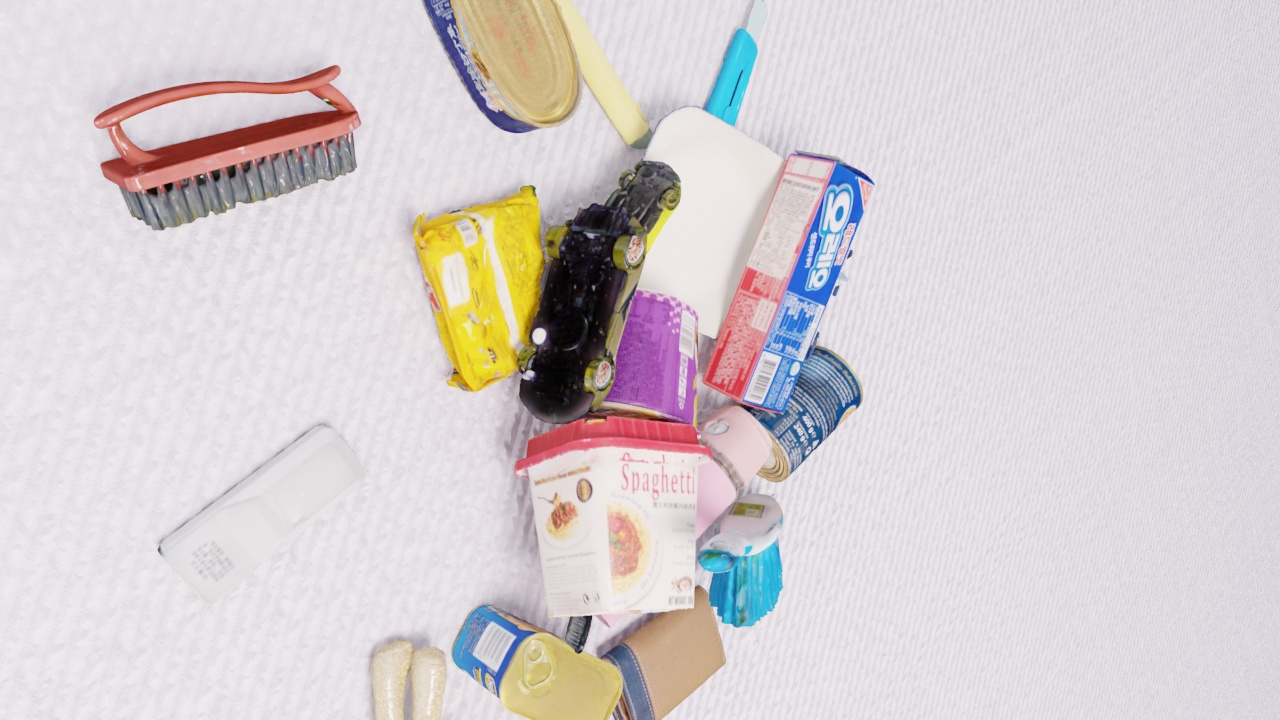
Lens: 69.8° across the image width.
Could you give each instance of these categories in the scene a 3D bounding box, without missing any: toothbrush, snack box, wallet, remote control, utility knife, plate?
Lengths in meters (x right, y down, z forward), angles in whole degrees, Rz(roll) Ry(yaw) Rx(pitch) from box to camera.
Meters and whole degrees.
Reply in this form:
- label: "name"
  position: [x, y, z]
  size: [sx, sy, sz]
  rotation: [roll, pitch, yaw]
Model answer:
- label: "toothbrush"
  position: [-0.035, 0.128, 0.691]
  size: [0.016, 0.014, 0.188]
  rotation: [24, 50, -19]
- label: "snack box"
  position: [0.121, -0.063, 0.754]
  size: [0.057, 0.058, 0.207]
  rotation: [15, 99, -38]
- label: "wallet"
  position: [0.021, 0.257, 0.784]
  size: [0.115, 0.033, 0.090]
  rotation: [-29, 114, -32]
- label: "remote control"
  position: [-0.235, 0.096, 0.582]
  size: [0.124, 0.024, 0.049]
  rotation: [-41, 117, -25]
- label: "utility knife"
  position: [0.076, -0.230, 0.781]
  size: [0.034, 0.018, 0.182]
  rotation: [25, 80, -33]
- label: "utility knife"
  position: [-0.039, -0.235, 0.696]
  size: [0.030, 0.019, 0.183]
  rotation: [-51, 127, -26]
- label: "plate"
  position: [0.048, -0.109, 0.751]
  size: [0.163, 0.034, 0.164]
  rotation: [21, 94, -34]

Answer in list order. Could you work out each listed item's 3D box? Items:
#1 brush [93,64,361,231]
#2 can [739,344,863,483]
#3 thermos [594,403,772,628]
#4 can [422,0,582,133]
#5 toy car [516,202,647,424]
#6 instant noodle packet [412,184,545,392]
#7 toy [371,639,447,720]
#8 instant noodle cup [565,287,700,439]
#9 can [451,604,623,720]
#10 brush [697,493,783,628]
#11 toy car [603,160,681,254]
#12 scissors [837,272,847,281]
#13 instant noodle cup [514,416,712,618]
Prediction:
- label: "brush"
  position: [-0.232, -0.130, 0.536]
  size: [0.145, 0.063, 0.069]
  rotation: [-26, 123, -33]
- label: "can"
  position: [0.136, 0.048, 0.819]
  size: [0.111, 0.075, 0.075]
  rotation: [-40, 116, -27]
- label: "thermos"
  position: [0.016, 0.115, 0.741]
  size: [0.198, 0.087, 0.067]
  rotation: [-45, 133, -17]
- label: "can"
  position: [-0.097, -0.230, 0.634]
  size: [0.074, 0.049, 0.148]
  rotation: [-40, 116, -27]
- label: "toy car"
  position: [-0.041, -0.032, 0.636]
  size: [0.042, 0.070, 0.158]
  rotation: [22, 83, -60]
- label: "instant noodle packet"
  position: [-0.105, -0.052, 0.650]
  size: [0.110, 0.044, 0.128]
  rotation: [-27, 114, -39]
- label: "toy"
  position: [-0.160, 0.275, 0.639]
  size: [0.105, 0.066, 0.157]
  rotation: [-1, 91, -4]
- label: "instant noodle cup"
  position: [-0.004, 0.004, 0.696]
  size: [0.111, 0.112, 0.099]
  rotation: [21, 68, -36]
- label: "can"
  position: [-0.077, 0.227, 0.675]
  size: [0.102, 0.083, 0.057]
  rotation: [37, 72, -33]
- label: "brush"
  position: [0.074, 0.152, 0.690]
  size: [0.314, 0.060, 0.109]
  rotation: [-23, 118, -76]
- label: "toy car"
  position: [-0.007, -0.098, 0.676]
  size: [0.105, 0.048, 0.032]
  rotation: [-58, 150, -3]
- label: "scissors"
  position: [0.153, -0.082, 0.858]
  size: [0.133, 0.017, 0.134]
  rotation: [8, 86, -40]
- label: "instant noodle cup"
  position: [-0.017, 0.111, 0.632]
  size: [0.116, 0.117, 0.124]
  rotation: [8, 69, -36]
